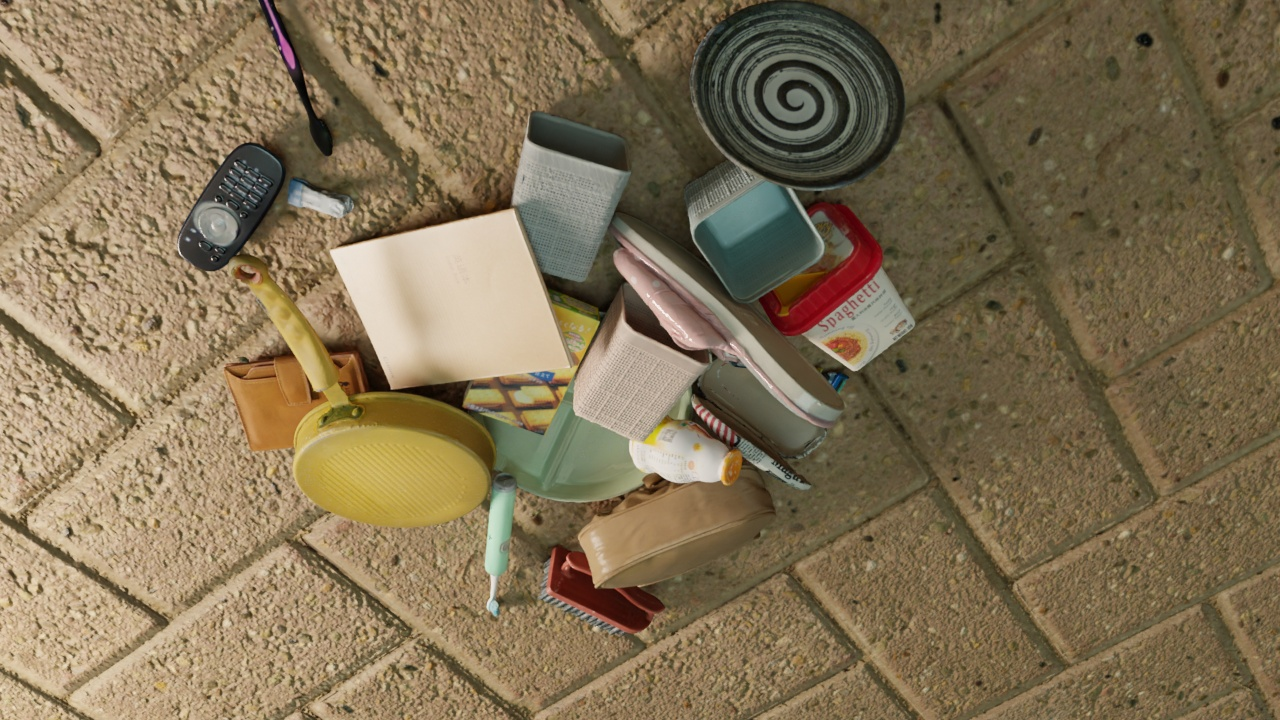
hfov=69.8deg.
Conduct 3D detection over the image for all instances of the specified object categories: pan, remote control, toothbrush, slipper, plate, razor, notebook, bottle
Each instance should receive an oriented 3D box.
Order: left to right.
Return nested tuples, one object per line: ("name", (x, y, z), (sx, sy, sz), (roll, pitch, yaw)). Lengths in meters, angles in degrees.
("remote control", (-0.360, -0.137, 0.811), (0.053, 0.024, 0.137), (35, 113, -23))
("toothbrush", (-0.293, -0.260, 0.755), (0.014, 0.017, 0.189), (-15, 117, 2))
("pan", (-0.270, 0.044, 0.863), (0.198, 0.078, 0.357), (-15, 140, 13))
("notebook", (-0.173, -0.049, 0.828), (0.212, 0.012, 0.149), (-7, 115, 28))
("toothbrush", (-0.158, 0.209, 1.015), (0.026, 0.027, 0.225), (-25, 141, -38))
("plate", (-0.061, 0.048, 0.941), (0.230, 0.027, 0.231), (-2, 121, -3))
("bottle", (0.045, 0.091, 0.901), (0.108, 0.063, 0.063), (15, 126, 31))
("slipper", (0.062, -0.032, 0.796), (0.274, 0.114, 0.054), (44, 109, 21))
("razor", (0.145, 0.013, 0.931), (0.142, 0.022, 0.043), (17, 111, -28))
("plate", (0.127, -0.216, 0.752), (0.179, 0.179, 0.024), (3, 163, -7))

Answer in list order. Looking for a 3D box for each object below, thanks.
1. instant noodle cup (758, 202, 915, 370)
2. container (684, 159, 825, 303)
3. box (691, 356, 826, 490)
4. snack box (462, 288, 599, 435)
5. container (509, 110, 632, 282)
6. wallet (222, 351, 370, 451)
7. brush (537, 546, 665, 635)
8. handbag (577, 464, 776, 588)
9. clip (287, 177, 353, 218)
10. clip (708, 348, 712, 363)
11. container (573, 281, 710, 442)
("instant noodle cup", (0.184, -0.063, 0.857), (0.116, 0.116, 0.124), (-41, 127, 17))
("container", (0.095, -0.124, 0.807), (0.090, 0.111, 0.090), (-31, 117, 12))
("box", (0.126, 0.067, 0.936), (0.162, 0.085, 0.075), (37, 115, -25))
("snack box", (-0.105, -0.002, 0.876), (0.087, 0.033, 0.141), (21, 113, -15))
("container", (-0.069, -0.140, 0.799), (0.090, 0.090, 0.114), (15, 120, -12))
("wallet", (-0.335, 0.034, 0.910), (0.130, 0.035, 0.119), (-6, 126, -2))
("brush", (-0.042, 0.267, 1.048), (0.145, 0.063, 0.069), (34, 125, -23))
("handbag", (0.040, 0.172, 0.973), (0.204, 0.099, 0.148), (-22, 158, 6))
("clip", (-0.287, -0.142, 0.817), (0.057, 0.028, 0.024), (19, 115, -4))
("clip", (0.062, -0.040, 0.898), (0.099, 0.035, 0.098), (21, 114, -11))
("container", (-0.005, 0.005, 0.856), (0.090, 0.090, 0.111), (25, 119, -18))
